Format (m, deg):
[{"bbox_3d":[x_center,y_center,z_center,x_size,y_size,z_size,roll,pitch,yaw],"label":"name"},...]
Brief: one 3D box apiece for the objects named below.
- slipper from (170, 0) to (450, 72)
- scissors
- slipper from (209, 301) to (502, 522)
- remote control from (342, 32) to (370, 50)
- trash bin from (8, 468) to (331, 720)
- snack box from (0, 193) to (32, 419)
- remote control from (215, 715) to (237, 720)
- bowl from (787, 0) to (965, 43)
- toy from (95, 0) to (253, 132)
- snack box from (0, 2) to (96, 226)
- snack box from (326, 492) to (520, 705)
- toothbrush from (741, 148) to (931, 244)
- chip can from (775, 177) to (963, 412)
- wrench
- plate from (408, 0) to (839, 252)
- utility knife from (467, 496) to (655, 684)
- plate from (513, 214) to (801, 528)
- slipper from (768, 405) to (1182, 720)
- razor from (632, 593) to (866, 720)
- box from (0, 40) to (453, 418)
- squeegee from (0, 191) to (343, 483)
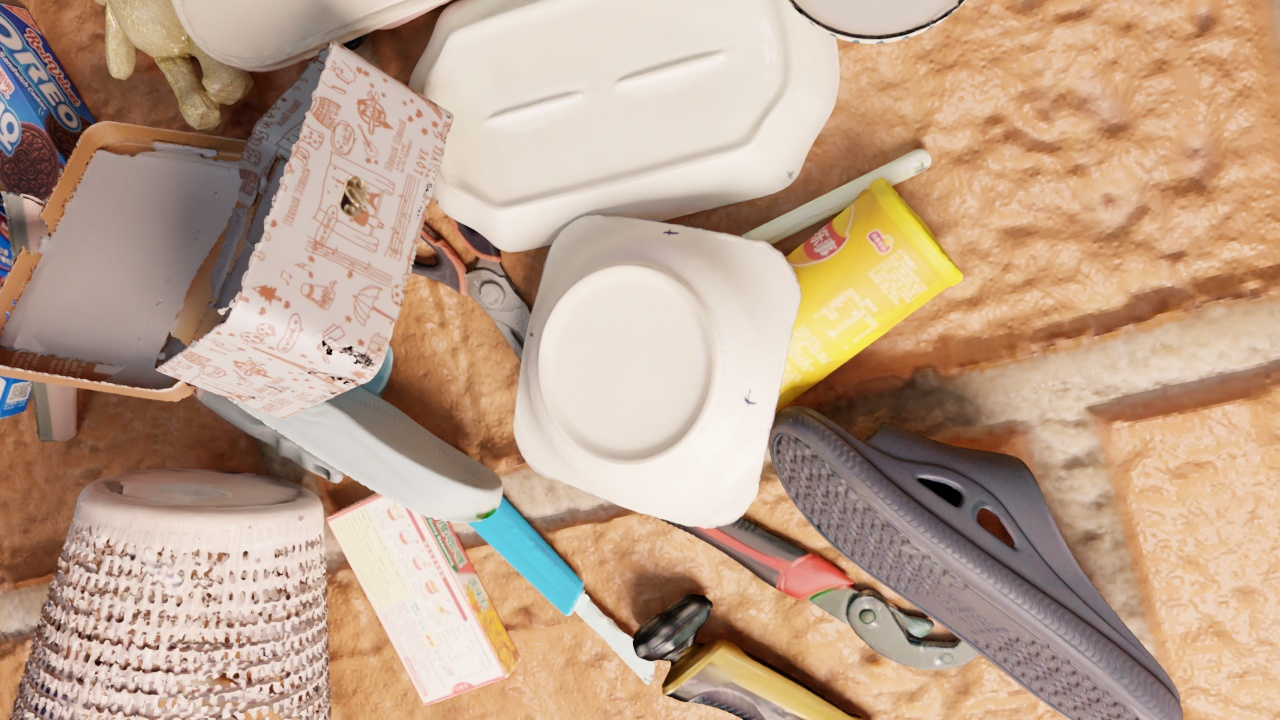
[{"bbox_3d":[-0.143,-0.256,0.534,0.274,0.054,0.114,-27,113,5],"label":"slipper"},{"bbox_3d":[-0.115,-0.050,0.607,0.197,0.015,0.206,5,103,14],"label":"scissors"},{"bbox_3d":[-0.188,0.020,0.596,0.245,0.104,0.074,32,95,11],"label":"slipper"},{"bbox_3d":[-0.180,-0.264,0.573,0.053,0.024,0.136,15,106,6],"label":"remote control"},{"bbox_3d":[-0.304,0.180,0.620,0.228,0.227,0.192,8,91,14],"label":"trash bin"},{"bbox_3d":[-0.496,-0.041,0.711,0.084,0.026,0.157,34,109,6],"label":"snack box"},{"bbox_3d":[-0.292,0.340,0.739,0.135,0.019,0.056,24,107,10],"label":"remote control"},{"bbox_3d":[0.124,-0.221,0.472,0.116,0.066,0.116,2,101,13],"label":"bowl"},{"bbox_3d":[-0.314,-0.218,0.599,0.105,0.066,0.157,-41,82,14],"label":"toy"},{"bbox_3d":[-0.422,-0.153,0.650,0.058,0.057,0.207,-30,92,17],"label":"snack box"},{"bbox_3d":[-0.156,0.165,0.658,0.077,0.027,0.156,-25,94,20],"label":"snack box"},{"bbox_3d":[0.079,-0.079,0.543,0.190,0.020,0.029,-24,125,18],"label":"toothbrush"},{"bbox_3d":[0.076,-0.009,0.530,0.214,0.072,0.072,-40,89,20],"label":"chip can"},{"bbox_3d":[0.085,0.122,0.585,0.273,0.016,0.056,26,104,9],"label":"wrench"},{"bbox_3d":[-0.020,-0.158,0.537,0.266,0.034,0.162,-10,98,14],"label":"plate"},{"bbox_3d":[-0.068,0.142,0.631,0.216,0.018,0.034,44,108,4],"label":"utility knife"},{"bbox_3d":[-0.003,0.003,0.511,0.164,0.034,0.164,13,96,26],"label":"plate"},{"bbox_3d":[0.190,0.104,0.519,0.268,0.111,0.083,39,70,6],"label":"slipper"},{"bbox_3d":[0.075,0.208,0.593,0.167,0.062,0.067,27,76,3],"label":"razor"},{"bbox_3d":[-0.240,-0.066,0.532,0.274,0.125,0.178,-3,62,25],"label":"box"},{"bbox_3d":[-0.322,0.023,0.664,0.249,0.040,0.248,26,130,-1],"label":"squeegee"}]
